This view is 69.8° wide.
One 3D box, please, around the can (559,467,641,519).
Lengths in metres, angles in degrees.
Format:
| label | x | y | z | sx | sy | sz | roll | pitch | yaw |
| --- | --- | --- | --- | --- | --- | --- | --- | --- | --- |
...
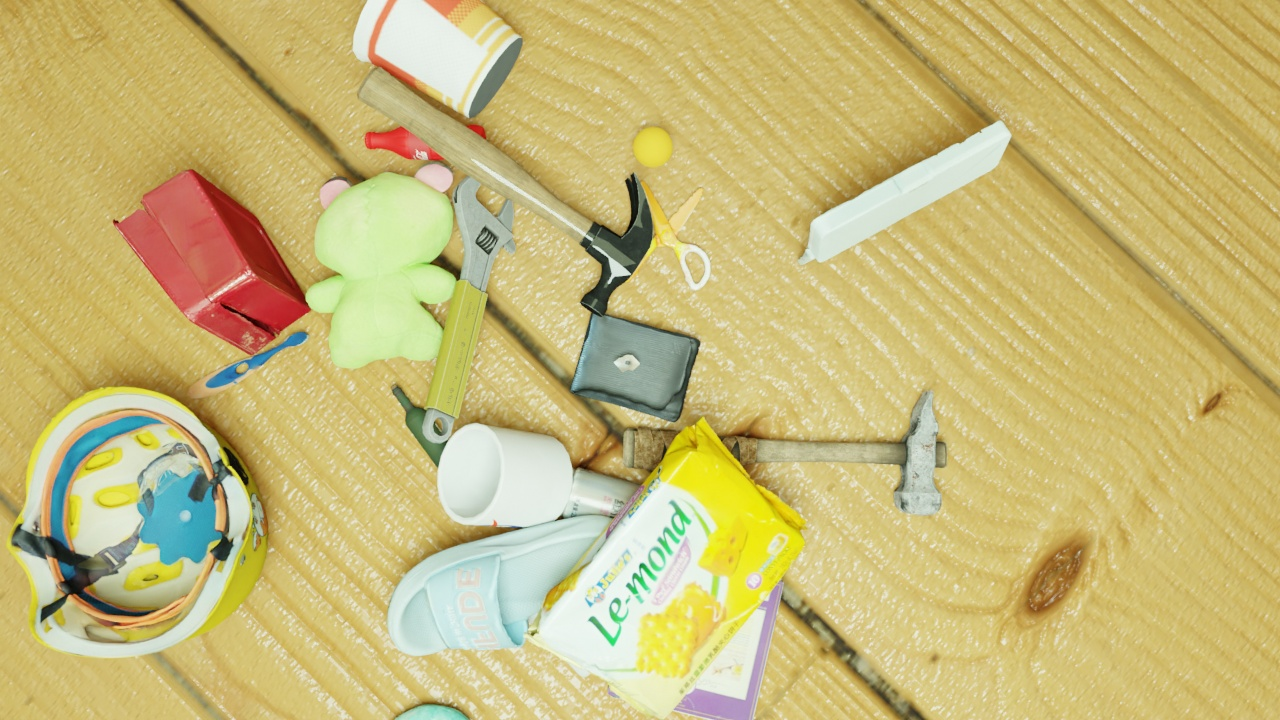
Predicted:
| label | x | y | z | sx | sy | sz | roll | pitch | yaw |
| --- | --- | --- | --- | --- | --- | --- | --- | --- | --- |
| can | -0.008 | 0.146 | 0.898 | 0.135 | 0.054 | 0.054 | 16 | 87 | 1 |

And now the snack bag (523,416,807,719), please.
| label | x | y | z | sx | sy | sz | roll | pitch | yaw |
| --- | --- | --- | --- | --- | --- | --- | --- | --- | --- |
| snack bag | 0.028 | 0.190 | 0.829 | 0.159 | 0.068 | 0.247 | 42 | 86 | -18 |

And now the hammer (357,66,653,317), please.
| label | x | y | z | sx | sy | sz | roll | pitch | yaw |
| --- | --- | --- | --- | --- | --- | --- | --- | --- | --- |
| hammer | -0.127 | -0.181 | 0.880 | 0.305 | 0.040 | 0.132 | 34 | 82 | -11 |

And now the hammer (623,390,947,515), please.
| label | x | y | z | sx | sy | sz | roll | pitch | yaw |
| --- | --- | --- | --- | --- | --- | --- | --- | --- | --- |
| hammer | 0.142 | 0.089 | 0.909 | 0.319 | 0.049 | 0.121 | 1 | 84 | 2 |

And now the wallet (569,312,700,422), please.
| label | x | y | z | sx | sy | sz | roll | pitch | yaw |
| --- | --- | --- | --- | --- | --- | --- | --- | --- | --- |
| wallet | -0.005 | 0.005 | 0.919 | 0.115 | 0.026 | 0.089 | 16 | 85 | 2 |

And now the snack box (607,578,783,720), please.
| label | x | y | z | sx | sy | sz | roll | pitch | yaw |
| --- | --- | --- | --- | --- | --- | --- | --- | --- | --- |
| snack box | 0.053 | 0.268 | 0.897 | 0.143 | 0.040 | 0.148 | 14 | 87 | 1 |

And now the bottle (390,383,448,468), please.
| label | x | y | z | sx | sy | sz | roll | pitch | yaw |
| --- | --- | --- | --- | --- | --- | --- | --- | --- | --- |
| bottle | -0.216 | 0.067 | 0.916 | 0.025 | 0.025 | 0.106 | -37 | 88 | -2 |

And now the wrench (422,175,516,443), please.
| label | x | y | z | sx | sy | sz | roll | pitch | yaw |
| --- | --- | --- | --- | --- | --- | --- | --- | --- | --- |
| wrench | -0.170 | -0.054 | 0.886 | 0.018 | 0.083 | 0.273 | -5 | 67 | 42 |

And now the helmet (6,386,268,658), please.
| label | x | y | z | sx | sy | sz | roll | pitch | yaw |
| --- | --- | --- | --- | --- | --- | --- | --- | --- | --- |
| helmet | -0.448 | 0.152 | 0.858 | 0.209 | 0.140 | 0.240 | -19 | 74 | -1 |

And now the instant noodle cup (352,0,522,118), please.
| label | x | y | z | sx | sy | sz | roll | pitch | yaw |
| --- | --- | --- | --- | --- | --- | --- | --- | --- | --- |
| instant noodle cup | -0.192 | -0.312 | 0.896 | 0.121 | 0.123 | 0.123 | 35 | 87 | -6 |

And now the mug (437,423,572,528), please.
| label | x | y | z | sx | sy | sz | roll | pitch | yaw |
| --- | --- | --- | --- | --- | --- | --- | --- | --- | --- |
| mug | -0.137 | 0.103 | 0.873 | 0.121 | 0.090 | 0.091 | 35 | 102 | 39 |

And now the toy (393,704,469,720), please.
| label | x | y | z | sx | sy | sz | roll | pitch | yaw |
| --- | --- | --- | --- | --- | --- | --- | --- | --- | --- |
| toy | -0.200 | 0.377 | 0.897 | 0.105 | 0.033 | 0.085 | 29 | 98 | 1 |

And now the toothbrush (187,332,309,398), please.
| label | x | y | z | sx | sy | sz | roll | pitch | yaw |
| --- | --- | --- | --- | --- | --- | --- | --- | --- | --- |
| toothbrush | -0.395 | 0.004 | 0.926 | 0.135 | 0.017 | 0.021 | -27 | 83 | 1 |

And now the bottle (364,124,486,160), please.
| label | x | y | z | sx | sy | sz | roll | pitch | yaw |
| --- | --- | --- | --- | --- | --- | --- | --- | --- | --- |
| bottle | -0.218 | -0.221 | 0.927 | 0.119 | 0.036 | 0.036 | 2 | 87 | 0 |

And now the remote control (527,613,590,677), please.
| label | x | y | z | sx | sy | sz | roll | pitch | yaw |
| --- | --- | --- | --- | --- | --- | --- | --- | --- | --- |
| remote control | -0.090 | 0.248 | 0.914 | 0.045 | 0.008 | 0.146 | -43 | 88 | -2 |

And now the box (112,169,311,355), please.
| label | x | y | z | sx | sy | sz | roll | pitch | yaw |
| --- | --- | --- | --- | --- | --- | --- | --- | --- | --- |
| box | -0.391 | -0.088 | 0.857 | 0.092 | 0.158 | 0.129 | -34 | 84 | -9 |

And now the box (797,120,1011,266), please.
| label | x | y | z | sx | sy | sz | roll | pitch | yaw |
| --- | --- | --- | --- | --- | --- | --- | --- | --- | --- |
| box | 0.246 | -0.149 | 0.874 | 0.197 | 0.134 | 0.040 | -27 | 77 | -2 |

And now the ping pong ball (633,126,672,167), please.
| label | x | y | z | sx | sy | sz | roll | pitch | yaw |
| --- | --- | --- | --- | --- | --- | --- | --- | --- | --- |
| ping pong ball | 0.013 | -0.215 | 0.925 | 0.040 | 0.040 | 0.040 | 0 | 87 | 0 |

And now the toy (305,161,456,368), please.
| label | x | y | z | sx | sy | sz | roll | pitch | yaw |
| --- | --- | --- | --- | --- | --- | --- | --- | --- | --- |
| toy | -0.251 | -0.092 | 0.890 | 0.150 | 0.107 | 0.197 | -6 | 97 | -1 |

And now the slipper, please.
| label | x | y | z | sx | sy | sz | roll | pitch | yaw |
| --- | --- | --- | --- | --- | --- | --- | --- | --- | --- |
| slipper | -0.120 | 0.216 | 0.856 | 0.245 | 0.074 | 0.104 | -19 | 124 | -1 |

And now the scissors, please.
| label | x | y | z | sx | sy | sz | roll | pitch | yaw |
| --- | --- | --- | --- | --- | --- | --- | --- | --- | --- |
| scissors | 0.031 | -0.122 | 0.934 | 0.128 | 0.011 | 0.125 | 37 | 89 | 0 |
